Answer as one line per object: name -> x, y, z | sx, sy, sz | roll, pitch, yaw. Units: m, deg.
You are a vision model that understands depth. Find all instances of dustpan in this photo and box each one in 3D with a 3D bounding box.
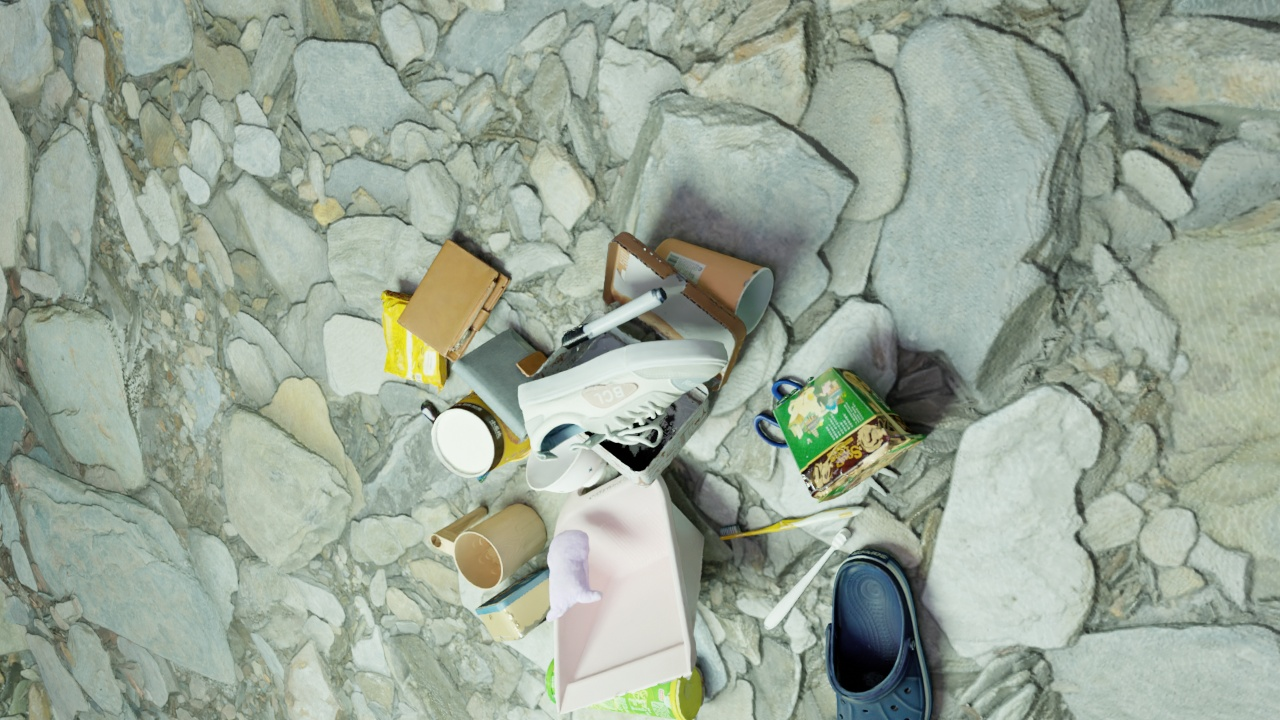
dustpan -> -0.039, 0.256, 1.099 | 0.223, 0.272, 0.139 | -32, 113, 32

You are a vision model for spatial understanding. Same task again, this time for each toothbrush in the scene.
toothbrush -> 0.191, 0.259, 1.069 | 0.016, 0.016, 0.181 | 41, 122, 17
toothbrush -> 0.170, 0.185, 1.059 | 0.192, 0.016, 0.018 | -20, 86, 35

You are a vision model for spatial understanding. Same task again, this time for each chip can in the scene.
chip can -> -0.026, 0.434, 1.226 | 0.222, 0.072, 0.072 | -7, 102, 32

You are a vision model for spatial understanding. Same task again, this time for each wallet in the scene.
wallet -> -0.154, 0.024, 1.152 | 0.129, 0.106, 0.037 | 43, 144, 12
wallet -> -0.243, -0.078, 1.189 | 0.108, 0.031, 0.132 | 33, 94, 18

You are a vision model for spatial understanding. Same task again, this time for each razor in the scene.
razor -> -0.266, 0.112, 1.298 | 0.142, 0.022, 0.043 | 46, 121, 11

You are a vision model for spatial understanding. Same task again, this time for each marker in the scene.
marker -> -0.030, -0.045, 0.961 | 0.131, 0.018, 0.022 | -26, 76, 26

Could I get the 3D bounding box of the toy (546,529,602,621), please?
toy -> -0.084, 0.253, 1.114 | 0.084, 0.039, 0.107 | -26, 47, 24

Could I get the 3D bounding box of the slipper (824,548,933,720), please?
slipper -> 0.258, 0.335, 1.009 | 0.105, 0.095, 0.253 | 3, 104, 33

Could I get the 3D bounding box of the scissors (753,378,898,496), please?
scissors -> 0.205, 0.081, 1.006 | 0.171, 0.012, 0.141 | 3, 107, 29

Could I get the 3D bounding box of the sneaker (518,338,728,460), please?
sneaker -> -0.020, 0.044, 0.926 | 0.243, 0.089, 0.090 | -17, 74, 29

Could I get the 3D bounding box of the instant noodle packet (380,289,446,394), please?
instant noodle packet -> -0.310, -0.025, 1.267 | 0.111, 0.044, 0.128 | 17, 116, 24

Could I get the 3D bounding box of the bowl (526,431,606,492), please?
bowl -> -0.082, 0.123, 1.155 | 0.064, 0.118, 0.119 | 36, 130, -29

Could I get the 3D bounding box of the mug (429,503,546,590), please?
mug -> -0.206, 0.245, 1.255 | 0.125, 0.103, 0.084 | 17, 114, 26

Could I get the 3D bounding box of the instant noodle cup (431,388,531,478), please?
instant noodle cup -> -0.199, 0.090, 1.185 | 0.119, 0.114, 0.118 | 7, 108, 22

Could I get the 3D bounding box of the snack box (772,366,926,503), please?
snack box -> 0.207, 0.070, 0.943 | 0.118, 0.117, 0.105 | -38, 70, 21

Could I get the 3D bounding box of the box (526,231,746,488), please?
box -> -0.016, 0.015, 1.010 | 0.180, 0.156, 0.227 | 39, 153, 15

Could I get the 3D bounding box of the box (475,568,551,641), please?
box -> -0.159, 0.328, 1.225 | 0.059, 0.089, 0.185 | 56, 151, 5

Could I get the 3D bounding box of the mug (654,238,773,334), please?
mug -> 0.072, -0.085, 0.997 | 0.123, 0.078, 0.078 | 26, 118, 27
